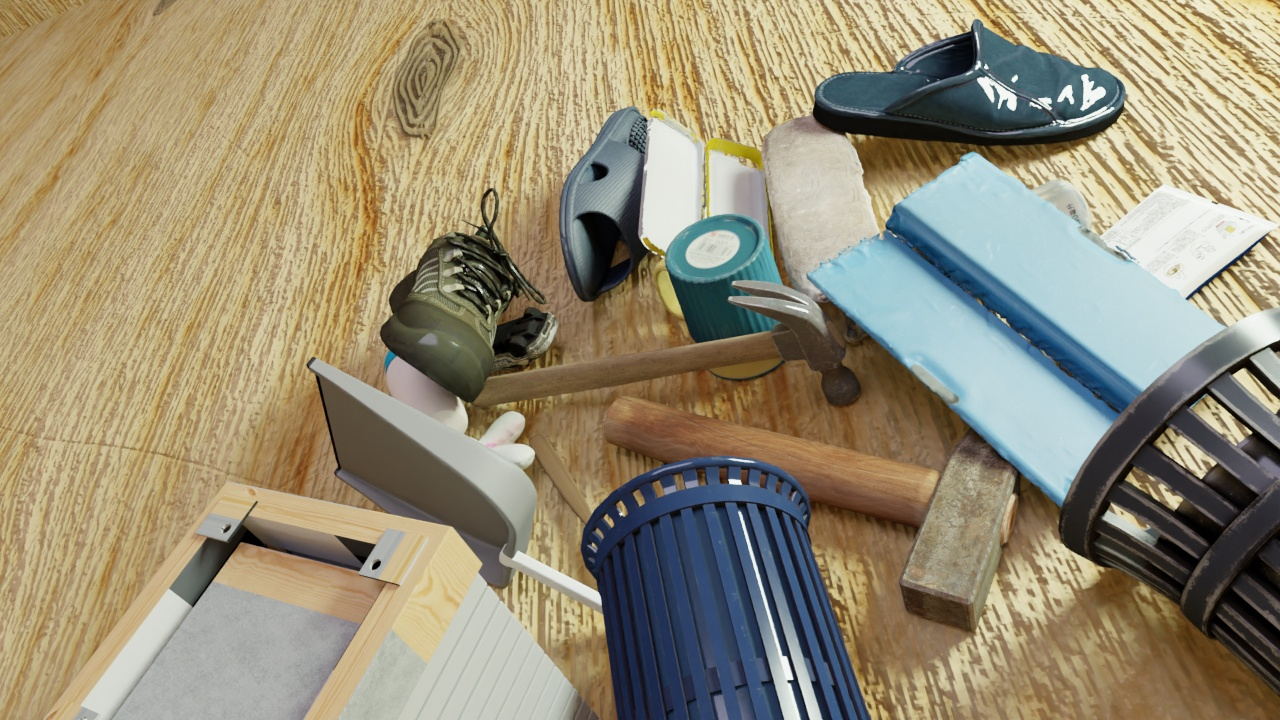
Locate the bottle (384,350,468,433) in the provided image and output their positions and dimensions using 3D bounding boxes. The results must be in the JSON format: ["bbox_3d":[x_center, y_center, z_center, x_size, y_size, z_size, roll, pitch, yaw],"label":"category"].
[{"bbox_3d":[-0.196,0.021,0.812,0.051,0.051,0.146,-33,42,-8],"label":"bottle"}]

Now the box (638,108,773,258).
[{"bbox_3d":[0.059,-0.148,0.830,0.129,0.034,0.209,20,44,-16],"label":"box"}]

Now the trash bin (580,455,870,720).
[{"bbox_3d":[0.052,0.188,0.465,0.139,0.139,0.249,-19,44,7],"label":"trash bin"}]

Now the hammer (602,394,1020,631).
[{"bbox_3d":[0.102,0.065,0.636,0.301,0.037,0.157,11,53,33],"label":"hammer"}]

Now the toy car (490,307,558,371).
[{"bbox_3d":[-0.117,-0.012,0.822,0.113,0.040,0.048,-13,41,39],"label":"toy car"}]

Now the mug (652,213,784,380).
[{"bbox_3d":[0.058,-0.052,0.724,0.114,0.107,0.083,17,58,37],"label":"mug"}]

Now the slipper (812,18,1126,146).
[{"bbox_3d":[0.288,-0.250,0.800,0.266,0.084,0.108,4,44,10],"label":"slipper"}]

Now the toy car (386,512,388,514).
[{"bbox_3d":[-0.180,0.118,0.725,0.038,0.027,0.090,-38,43,-11],"label":"toy car"}]

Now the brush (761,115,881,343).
[{"bbox_3d":[0.157,-0.125,0.786,0.083,0.057,0.270,-15,42,12],"label":"brush"}]

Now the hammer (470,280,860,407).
[{"bbox_3d":[-0.004,0.004,0.718,0.332,0.119,0.030,-8,45,30],"label":"hammer"}]

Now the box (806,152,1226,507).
[{"bbox_3d":[0.248,-0.030,0.606,0.174,0.033,0.231,-35,61,-16],"label":"box"}]

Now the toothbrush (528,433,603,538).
[{"bbox_3d":[-0.048,0.105,0.687,0.016,0.016,0.167,-33,41,-8],"label":"toothbrush"}]

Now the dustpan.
[{"bbox_3d":[-0.108,0.107,0.615,0.257,0.163,0.033,26,57,5],"label":"dustpan"}]

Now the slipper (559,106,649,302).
[{"bbox_3d":[-0.008,-0.163,0.874,0.083,0.101,0.262,-5,42,22],"label":"slipper"}]

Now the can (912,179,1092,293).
[{"bbox_3d":[0.268,-0.088,0.698,0.135,0.054,0.054,-24,42,1],"label":"can"}]

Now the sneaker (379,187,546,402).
[{"bbox_3d":[-0.133,-0.057,0.758,0.143,0.101,0.238,-48,24,5],"label":"sneaker"}]

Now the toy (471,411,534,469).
[{"bbox_3d":[-0.148,0.080,0.730,0.125,0.037,0.076,-16,25,-7],"label":"toy"}]

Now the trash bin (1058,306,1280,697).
[{"bbox_3d":[0.333,0.108,0.398,0.164,0.164,0.227,-30,46,-6],"label":"trash bin"}]

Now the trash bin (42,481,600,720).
[{"bbox_3d":[-0.128,0.198,0.455,0.143,0.247,0.142,5,50,29],"label":"trash bin"}]

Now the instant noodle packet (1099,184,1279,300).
[{"bbox_3d":[0.371,-0.077,0.659,0.134,0.026,0.087,-36,43,-12],"label":"instant noodle packet"}]
